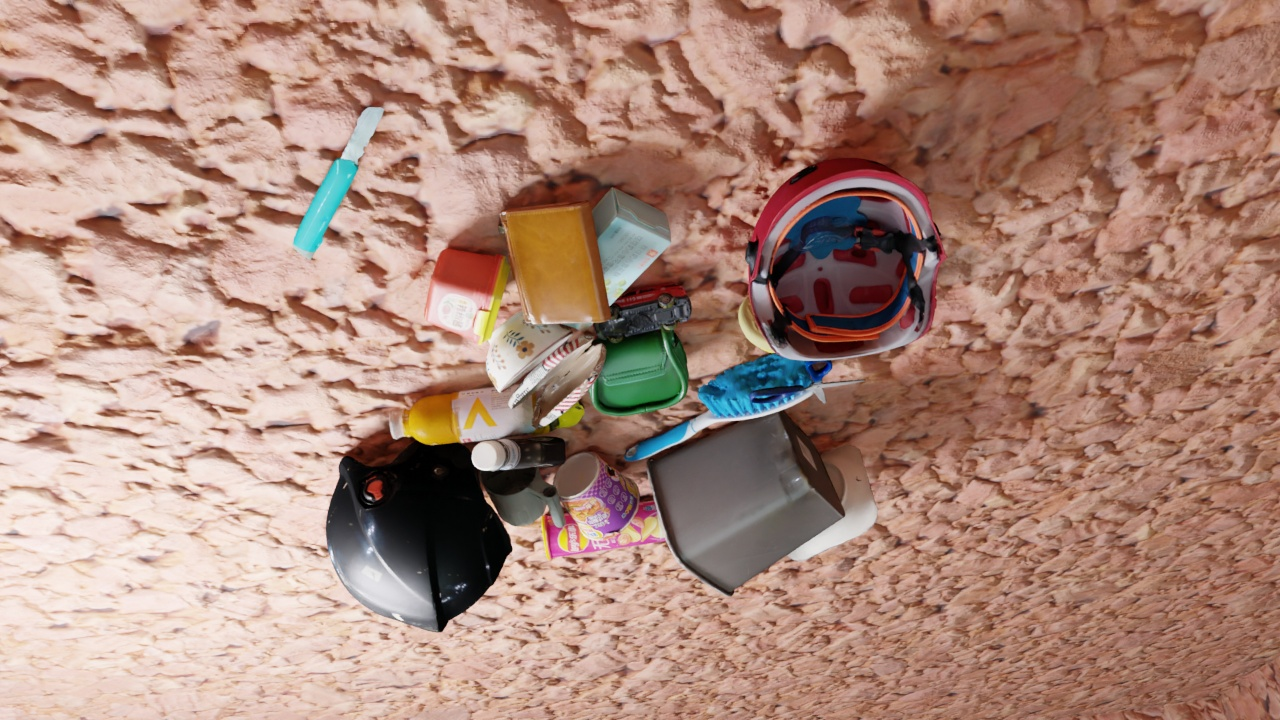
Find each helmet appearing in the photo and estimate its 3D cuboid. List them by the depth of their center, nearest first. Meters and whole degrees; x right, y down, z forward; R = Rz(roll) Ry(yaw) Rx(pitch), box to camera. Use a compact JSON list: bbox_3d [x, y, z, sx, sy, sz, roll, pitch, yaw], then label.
[{"bbox_3d":[0.210,-0.124,0.994,0.207,0.143,0.240,-9,128,-2],"label":"helmet"},{"bbox_3d":[-0.315,0.239,1.263,0.275,0.229,0.234,17,148,7],"label":"helmet"}]

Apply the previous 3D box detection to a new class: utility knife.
[{"bbox_3d":[-0.305,-0.175,0.921,0.029,0.013,0.222,19,136,-29],"label":"utility knife"}]

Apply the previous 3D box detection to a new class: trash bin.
[{"bbox_3d":[0.157,0.197,1.351,0.220,0.198,0.199,-33,136,16],"label":"trash bin"}]

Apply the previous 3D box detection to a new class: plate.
[{"bbox_3d":[0.272,0.211,1.401,0.164,0.164,0.034,-33,131,25],"label":"plate"}]

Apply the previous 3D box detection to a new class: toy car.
[{"bbox_3d":[0.000,-0.059,1.103,0.120,0.045,0.053,-14,139,-3],"label":"toy car"},{"bbox_3d":[-0.128,0.080,1.259,0.105,0.032,0.048,-10,141,-2],"label":"toy car"}]

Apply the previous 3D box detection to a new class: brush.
[{"bbox_3d":[0.100,0.072,1.285,0.315,0.060,0.109,-19,144,16],"label":"brush"}]

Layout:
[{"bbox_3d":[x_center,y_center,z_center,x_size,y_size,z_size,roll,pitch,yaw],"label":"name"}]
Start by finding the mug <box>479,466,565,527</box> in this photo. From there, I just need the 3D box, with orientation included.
[{"bbox_3d":[-0.165,0.192,1.331,0.124,0.083,0.103,25,150,22],"label":"mug"}]

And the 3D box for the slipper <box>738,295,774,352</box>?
[{"bbox_3d":[0.209,-0.035,1.145,0.190,0.091,0.082,-1,143,-15],"label":"slipper"}]

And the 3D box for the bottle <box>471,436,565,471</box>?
[{"bbox_3d":[-0.161,0.122,1.200,0.080,0.044,0.194,-3,175,16],"label":"bottle"}]

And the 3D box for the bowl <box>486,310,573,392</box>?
[{"bbox_3d":[-0.142,-0.019,1.094,0.062,0.113,0.114,49,123,0],"label":"bowl"}]

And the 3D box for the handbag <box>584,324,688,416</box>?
[{"bbox_3d":[-0.007,0.007,1.164,0.131,0.067,0.120,-13,136,5],"label":"handbag"}]

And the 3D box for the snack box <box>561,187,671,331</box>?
[{"bbox_3d":[-0.047,-0.109,1.026,0.074,0.051,0.175,21,133,-31],"label":"snack box"}]

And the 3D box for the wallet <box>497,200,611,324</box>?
[{"bbox_3d":[-0.098,-0.101,0.981,0.119,0.035,0.131,0,115,24],"label":"wallet"}]

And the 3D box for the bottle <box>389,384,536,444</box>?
[{"bbox_3d":[-0.230,0.073,1.201,0.189,0.068,0.068,-7,141,-3],"label":"bottle"}]

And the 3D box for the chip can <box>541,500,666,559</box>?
[{"bbox_3d":[-0.050,0.271,1.480,0.210,0.071,0.071,-8,141,-2],"label":"chip can"}]

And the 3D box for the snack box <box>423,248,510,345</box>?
[{"bbox_3d":[-0.194,-0.076,1.022,0.080,0.081,0.091,15,136,-9],"label":"snack box"}]

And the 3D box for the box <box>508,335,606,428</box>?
[{"bbox_3d":[-0.108,0.015,1.112,0.081,0.074,0.164,32,139,-16],"label":"box"}]

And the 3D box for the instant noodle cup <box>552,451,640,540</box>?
[{"bbox_3d":[-0.070,0.194,1.361,0.112,0.111,0.099,-23,131,16],"label":"instant noodle cup"}]

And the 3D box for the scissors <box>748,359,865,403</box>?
[{"bbox_3d":[0.219,0.031,1.188,0.162,0.012,0.176,-15,156,-1],"label":"scissors"}]
